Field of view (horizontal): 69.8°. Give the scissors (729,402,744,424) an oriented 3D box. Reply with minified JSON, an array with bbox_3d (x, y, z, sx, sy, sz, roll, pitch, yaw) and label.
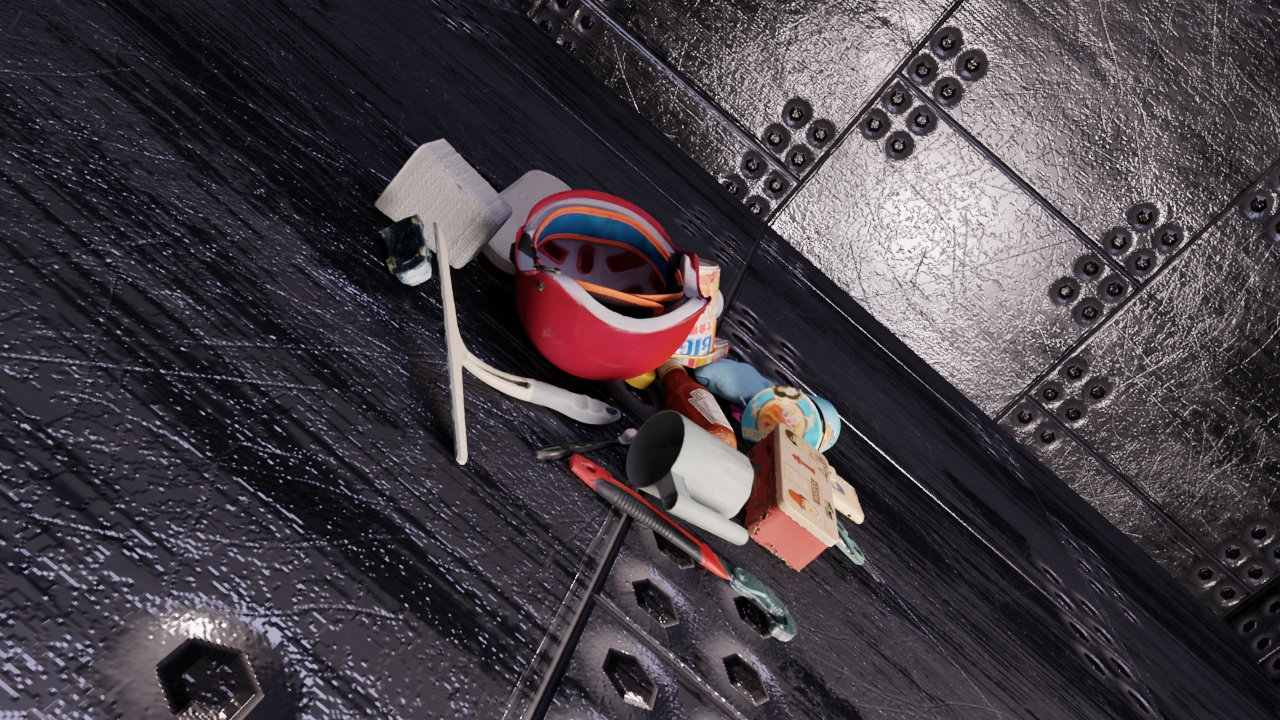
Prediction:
[{"bbox_3d":[0.174,0.107,1.267,0.135,0.017,0.063,40,15,-14],"label":"scissors"}]

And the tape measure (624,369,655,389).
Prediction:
[{"bbox_3d":[-0.007,0.007,1.114,0.057,0.029,0.060,50,21,22],"label":"tape measure"}]

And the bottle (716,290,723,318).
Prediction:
[{"bbox_3d":[0.068,-0.079,1.396,0.068,0.068,0.196,45,23,10],"label":"bottle"}]

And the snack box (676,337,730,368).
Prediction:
[{"bbox_3d":[0.064,-0.018,1.257,0.077,0.027,0.155,14,10,20],"label":"snack box"}]

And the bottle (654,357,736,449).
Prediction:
[{"bbox_3d":[0.054,0.048,1.093,0.059,0.060,0.206,29,20,-32],"label":"bottle"}]

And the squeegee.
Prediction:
[{"bbox_3d":[-0.107,0.022,0.870,0.246,0.039,0.246,29,39,-47],"label":"squeegee"}]

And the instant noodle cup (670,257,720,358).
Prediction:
[{"bbox_3d":[0.030,-0.075,1.147,0.151,0.111,0.151,10,13,-2],"label":"instant noodle cup"}]

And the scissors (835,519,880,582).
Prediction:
[{"bbox_3d":[0.230,0.197,1.127,0.170,0.019,0.173,52,7,34],"label":"scissors"}]

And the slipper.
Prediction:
[{"bbox_3d":[-0.148,-0.174,1.190,0.114,0.055,0.273,30,31,-9],"label":"slipper"}]

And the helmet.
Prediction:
[{"bbox_3d":[-0.047,-0.071,1.011,0.206,0.144,0.239,5,38,-20],"label":"helmet"}]

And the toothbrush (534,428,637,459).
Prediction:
[{"bbox_3d":[-0.049,0.081,0.887,0.015,0.018,0.180,51,22,18],"label":"toothbrush"}]

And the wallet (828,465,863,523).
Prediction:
[{"bbox_3d":[0.259,0.170,1.276,0.115,0.024,0.087,35,21,-15],"label":"wallet"}]

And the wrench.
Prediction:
[{"bbox_3d":[0.042,0.172,0.860,0.273,0.016,0.056,39,18,-8],"label":"wrench"}]

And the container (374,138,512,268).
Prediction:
[{"bbox_3d":[-0.213,-0.172,1.020,0.114,0.090,0.090,42,19,-8],"label":"container"}]

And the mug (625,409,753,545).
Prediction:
[{"bbox_3d":[0.054,0.120,0.900,0.103,0.084,0.123,32,24,-32],"label":"mug"}]

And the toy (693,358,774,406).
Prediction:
[{"bbox_3d":[0.135,0.030,1.297,0.161,0.050,0.156,17,13,-25],"label":"toy"}]

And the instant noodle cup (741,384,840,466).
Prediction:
[{"bbox_3d":[0.211,0.087,1.226,0.111,0.111,0.120,50,24,23],"label":"instant noodle cup"}]

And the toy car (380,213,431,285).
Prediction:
[{"bbox_3d":[-0.232,-0.111,0.921,0.034,0.043,0.090,61,2,-47],"label":"toy car"}]

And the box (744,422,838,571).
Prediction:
[{"bbox_3d":[0.164,0.157,1.056,0.091,0.080,0.168,38,25,-13],"label":"box"}]
